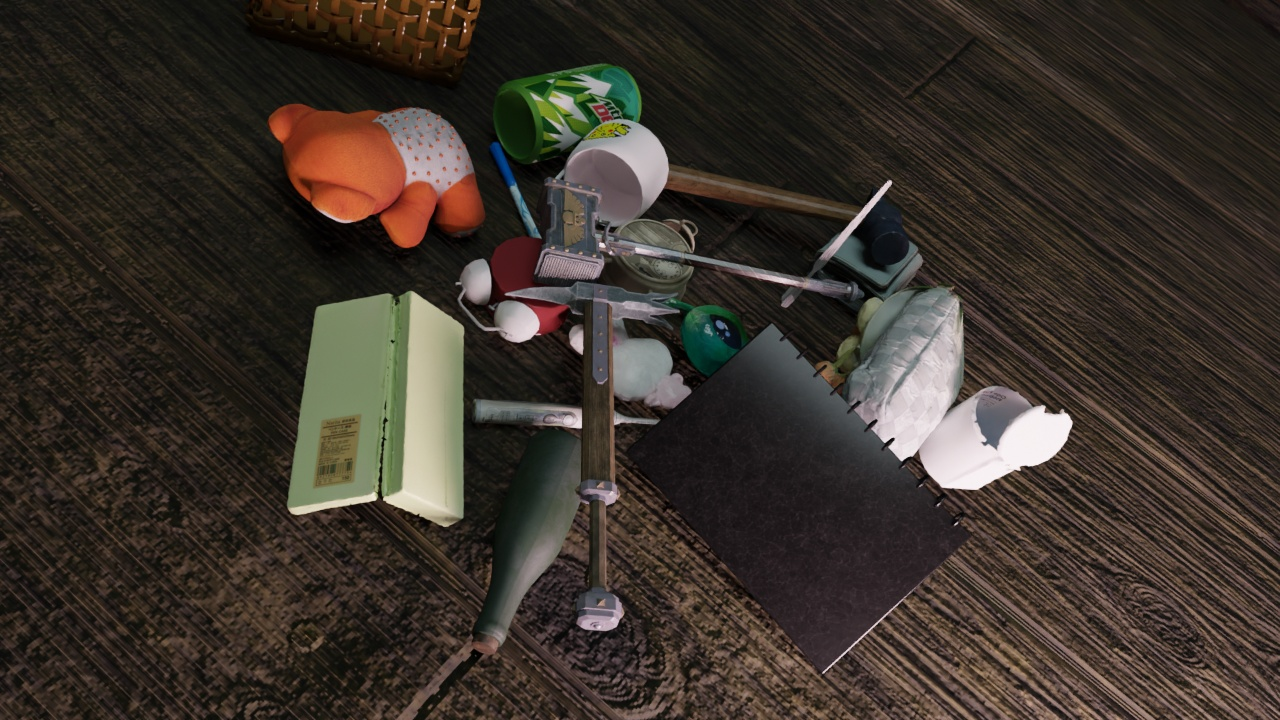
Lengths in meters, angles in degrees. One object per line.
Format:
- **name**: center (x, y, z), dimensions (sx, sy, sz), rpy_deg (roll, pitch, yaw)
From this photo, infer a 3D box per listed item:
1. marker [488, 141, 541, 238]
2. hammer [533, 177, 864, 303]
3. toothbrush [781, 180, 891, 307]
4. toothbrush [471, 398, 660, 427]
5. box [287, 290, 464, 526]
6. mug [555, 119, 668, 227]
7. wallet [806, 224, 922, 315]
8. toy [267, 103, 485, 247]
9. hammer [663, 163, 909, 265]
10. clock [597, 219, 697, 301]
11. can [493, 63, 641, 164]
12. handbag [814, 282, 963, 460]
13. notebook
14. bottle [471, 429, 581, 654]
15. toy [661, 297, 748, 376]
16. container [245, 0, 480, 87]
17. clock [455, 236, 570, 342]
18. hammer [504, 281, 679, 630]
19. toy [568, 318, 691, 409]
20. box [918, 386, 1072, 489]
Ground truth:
- **marker**: center (-0.123, -0.164, 0.913), dimensions (0.013, 0.013, 0.141), rpy_deg (-9, 59, -30)
- **hammer**: center (0.063, -0.090, 0.851), dimensions (0.321, 0.044, 0.098), rpy_deg (10, 50, -15)
- **toothbrush**: center (0.190, -0.114, 0.905), dimensions (0.010, 0.182, 0.010), rpy_deg (20, 45, -17)
- **toothbrush**: center (-0.049, 0.048, 0.775), dimensions (0.185, 0.022, 0.024), rpy_deg (6, 16, -21)
- **box**: center (-0.192, 0.030, 0.700), dimensions (0.133, 0.061, 0.187), rpy_deg (8, 52, -17)
- **mug**: center (-0.033, -0.190, 0.928), dimensions (0.116, 0.094, 0.067), rpy_deg (4, 39, 27)
- **wallet**: center (0.254, -0.108, 1.023), dimensions (0.100, 0.054, 0.131), rpy_deg (40, 43, 7)
- **toy**: center (-0.236, -0.170, 0.821), dimensions (0.172, 0.093, 0.163), rpy_deg (-16, 64, -48)
- **hammer**: center (0.126, -0.180, 0.997), dimensions (0.321, 0.040, 0.129), rpy_deg (11, 35, -4)
- **clock**: center (0.018, -0.106, 0.905), dimensions (0.093, 0.055, 0.140), rpy_deg (39, 50, 7)
- **can**: center (-0.075, -0.261, 0.963), dimensions (0.143, 0.083, 0.083), rpy_deg (-25, 68, -37)
- **handbag**: center (0.236, 0.014, 0.877), dimensions (0.123, 0.113, 0.171), rpy_deg (18, 51, 34)
- **notebook**: center (0.128, 0.104, 0.737), dimensions (0.169, 0.019, 0.231), rpy_deg (-41, 83, -3)
- **bottle**: center (-0.083, 0.132, 0.671), dimensions (0.055, 0.055, 0.173), rpy_deg (25, 49, -6)
- **toy**: center (0.078, 0.015, 0.833), dimensions (0.193, 0.072, 0.130), rpy_deg (62, 16, 22)
- **container**: center (-0.264, -0.469, 0.949), dimensions (0.219, 0.215, 0.251), rpy_deg (11, 51, -17)
- **clock**: center (-0.106, -0.063, 0.819), dimensions (0.087, 0.044, 0.124), rpy_deg (46, 49, 14)
- **hammer**: center (-0.037, 0.055, 0.693), dimensions (0.147, 0.028, 0.316), rpy_deg (7, 46, -10)
- **toy**: center (-0.005, 0.005, 0.818), dimensions (0.125, 0.037, 0.075), rpy_deg (39, 44, 4)
- **box**: center (0.328, 0.070, 0.844), dimensions (0.081, 0.160, 0.091), rpy_deg (8, 62, -12)
